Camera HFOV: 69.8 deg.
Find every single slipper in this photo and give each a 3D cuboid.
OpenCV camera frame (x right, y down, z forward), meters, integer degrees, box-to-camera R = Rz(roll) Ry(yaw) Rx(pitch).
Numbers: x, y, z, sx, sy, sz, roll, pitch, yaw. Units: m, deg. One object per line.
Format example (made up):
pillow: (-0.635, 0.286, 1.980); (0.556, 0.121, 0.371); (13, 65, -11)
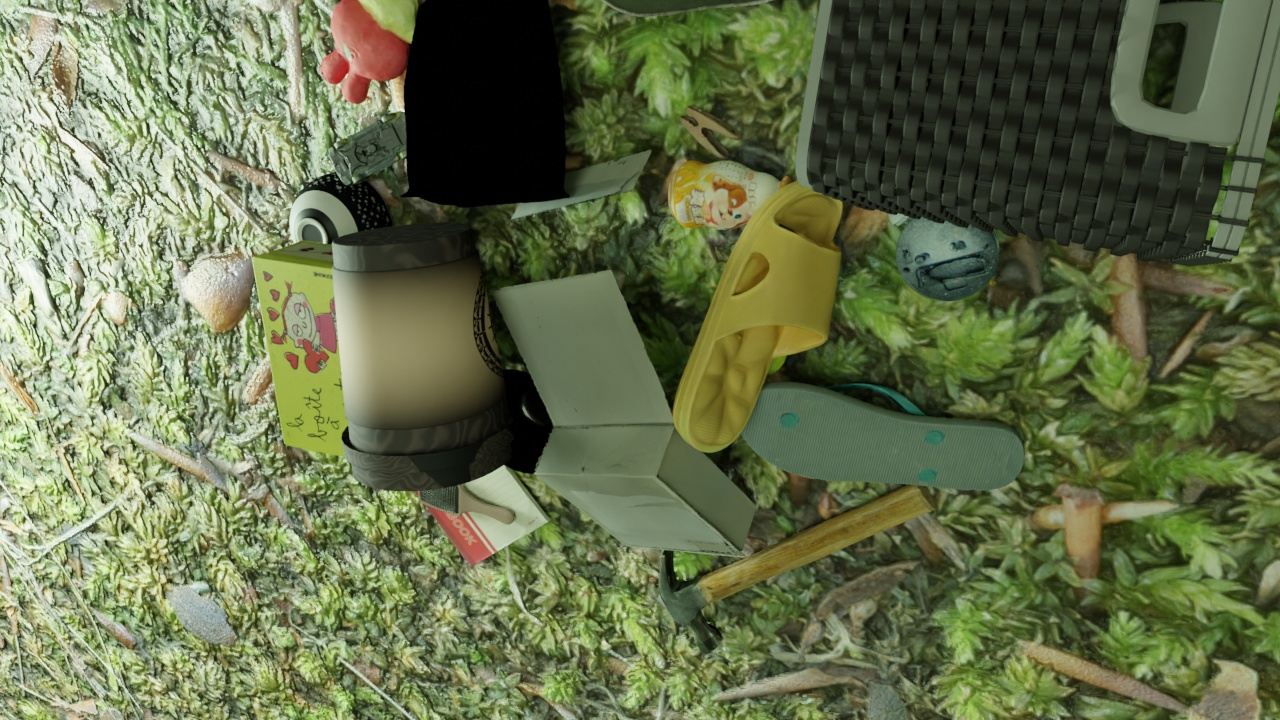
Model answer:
slipper: (0.114, -0.033, 0.803); (0.078, 0.099, 0.263); (35, 104, 48)
slipper: (0.223, 0.073, 0.880); (0.269, 0.054, 0.098); (11, 118, 8)

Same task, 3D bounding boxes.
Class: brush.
brush: (-0.215, 0.174, 1.116); (0.136, 0.015, 0.050); (16, 118, 19)

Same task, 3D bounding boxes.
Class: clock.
clock: (0.257, -0.109, 0.777); (0.083, 0.056, 0.117); (-13, 105, 28)

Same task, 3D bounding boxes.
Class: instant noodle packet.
instant noodle packet: (-0.152, -0.262, 0.870); (0.163, 0.084, 0.221); (4, 97, 39)

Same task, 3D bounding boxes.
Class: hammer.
hammer: (0.155, 0.204, 0.971); (0.331, 0.033, 0.132); (-32, 95, 30)

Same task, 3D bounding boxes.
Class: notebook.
notebook: (-0.222, 0.143, 1.122); (0.153, 0.012, 0.209); (-35, 94, 31)

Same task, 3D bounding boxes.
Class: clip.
clip: (0.060, -0.205, 0.846); (0.061, 0.025, 0.045); (34, 119, 16)

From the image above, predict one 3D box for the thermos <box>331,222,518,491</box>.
thermos: (-0.213, -0.010, 0.887); (0.173, 0.172, 0.226); (3, 108, 23)

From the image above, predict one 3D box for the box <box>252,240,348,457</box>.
box: (-0.328, -0.009, 0.981); (0.124, 0.079, 0.221); (12, 114, 19)

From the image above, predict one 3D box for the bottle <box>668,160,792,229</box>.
bottle: (0.082, -0.151, 0.835); (0.109, 0.063, 0.063); (4, 112, 20)

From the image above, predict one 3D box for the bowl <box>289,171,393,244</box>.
bowl: (-0.345, -0.145, 1.024); (0.120, 0.066, 0.120); (9, 114, 20)

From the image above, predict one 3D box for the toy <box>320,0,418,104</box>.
toy: (-0.275, -0.323, 0.931); (0.091, 0.045, 0.135); (41, 117, 0)

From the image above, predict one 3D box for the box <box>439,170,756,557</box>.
box: (-0.050, 0.036, 0.873); (0.166, 0.108, 0.419); (-5, 129, 41)

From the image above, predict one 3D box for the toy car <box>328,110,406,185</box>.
toy car: (-0.281, -0.227, 0.982); (0.106, 0.033, 0.048); (-22, 97, 16)

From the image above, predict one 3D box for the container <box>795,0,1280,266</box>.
container: (0.264, -0.203, 0.606); (0.244, 0.245, 0.247); (12, 100, 24)

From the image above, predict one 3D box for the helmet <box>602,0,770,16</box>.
helmet: (0.065, -0.376, 0.689); (0.268, 0.153, 0.228); (36, 127, 25)

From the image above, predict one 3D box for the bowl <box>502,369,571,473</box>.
bowl: (-0.121, 0.058, 1.017); (0.124, 0.052, 0.124); (9, 114, 20)

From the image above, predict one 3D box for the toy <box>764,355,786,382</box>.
toy: (0.099, 0.003, 0.903); (0.092, 0.043, 0.118); (11, 117, 23)
